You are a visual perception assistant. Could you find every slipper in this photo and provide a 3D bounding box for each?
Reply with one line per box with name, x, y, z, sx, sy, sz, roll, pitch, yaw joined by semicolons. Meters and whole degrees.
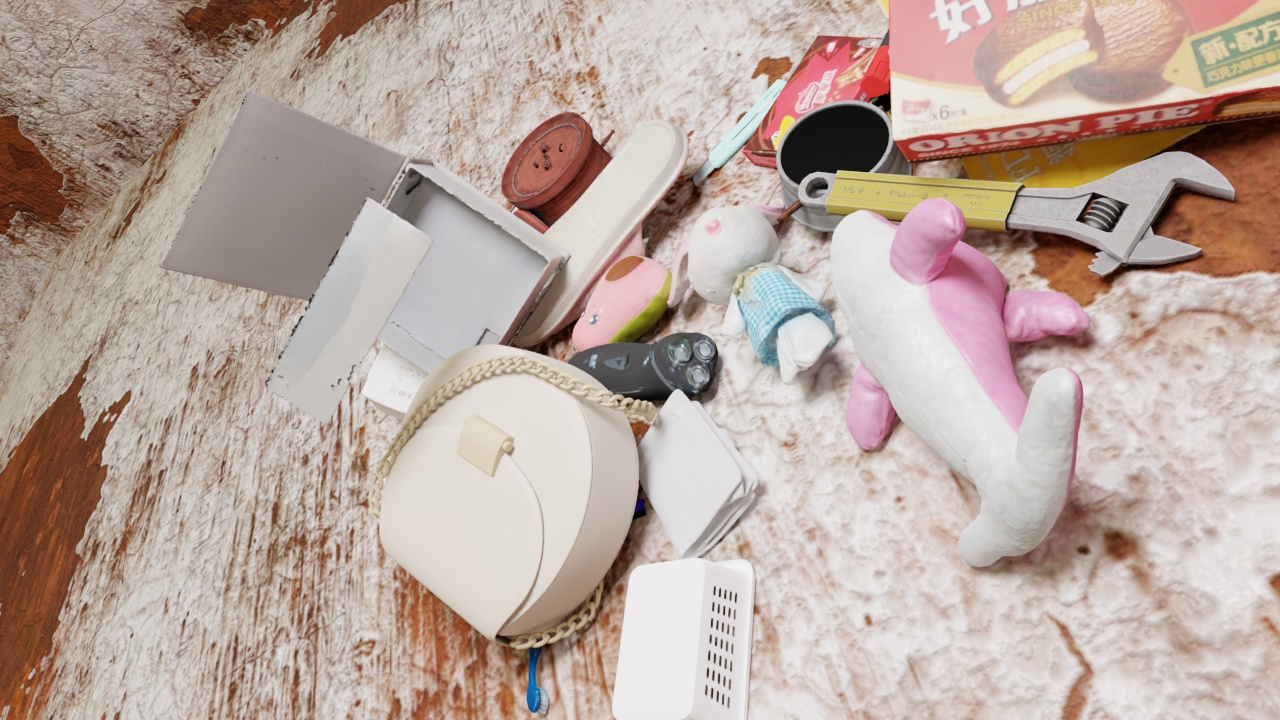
slipper;-0.042;-0.114;0.895;0.275;0.054;0.114;-47;43;23

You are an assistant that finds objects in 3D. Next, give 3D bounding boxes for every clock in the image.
clock;0.170;-0.159;0.721;0.148;0.056;0.103;-23;54;14
clock;-0.094;-0.190;0.993;0.158;0.072;0.120;-33;43;21

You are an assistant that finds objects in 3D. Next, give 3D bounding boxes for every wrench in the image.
wrench;0.231;-0.106;0.610;0.274;0.018;0.083;14;79;35

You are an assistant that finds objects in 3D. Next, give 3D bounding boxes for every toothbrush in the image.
toothbrush;-0.084;0.215;0.726;0.022;0.017;0.134;-32;41;18

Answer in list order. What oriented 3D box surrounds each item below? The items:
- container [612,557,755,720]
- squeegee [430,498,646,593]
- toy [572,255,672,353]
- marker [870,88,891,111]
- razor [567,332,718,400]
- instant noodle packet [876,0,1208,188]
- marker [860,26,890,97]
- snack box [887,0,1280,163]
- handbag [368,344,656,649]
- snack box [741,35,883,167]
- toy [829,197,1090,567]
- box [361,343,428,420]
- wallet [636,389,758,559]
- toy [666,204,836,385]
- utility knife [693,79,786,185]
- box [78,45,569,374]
container;0.026;0.190;0.606;0.081;0.049;0.129;-17;51;35
squeegee;-0.111;0.083;0.815;0.250;0.055;0.184;-25;54;30
toy;-0.017;-0.044;0.823;0.110;0.051;0.090;-55;34;2
marker;0.243;-0.237;0.733;0.126;0.025;0.025;-24;47;30
razor;-0.005;0.004;0.758;0.141;0.064;0.052;-2;60;30
instant noodle packet;0.280;-0.218;0.639;0.163;0.084;0.221;-27;66;23
marker;0.217;-0.271;0.765;0.023;0.021;0.144;14;56;25
snack box;0.279;-0.198;0.569;0.237;0.060;0.113;-2;84;26
handbag;-0.102;0.097;0.727;0.211;0.103;0.208;26;95;36
snack box;0.158;-0.228;0.813;0.089;0.021;0.133;27;82;50
toy;0.201;-0.010;0.555;0.127;0.187;0.265;-5;44;-8
box;-0.232;0.023;0.980;0.124;0.137;0.108;18;68;7
wallet;0.038;0.085;0.692;0.086;0.032;0.116;-52;39;19
toy;0.077;-0.059;0.696;0.131;0.105;0.205;-38;41;11
utility knife;0.096;-0.215;0.871;0.129;0.015;0.022;-45;71;11
box;-0.255;-0.110;0.802;0.167;0.368;0.150;-56;38;14
